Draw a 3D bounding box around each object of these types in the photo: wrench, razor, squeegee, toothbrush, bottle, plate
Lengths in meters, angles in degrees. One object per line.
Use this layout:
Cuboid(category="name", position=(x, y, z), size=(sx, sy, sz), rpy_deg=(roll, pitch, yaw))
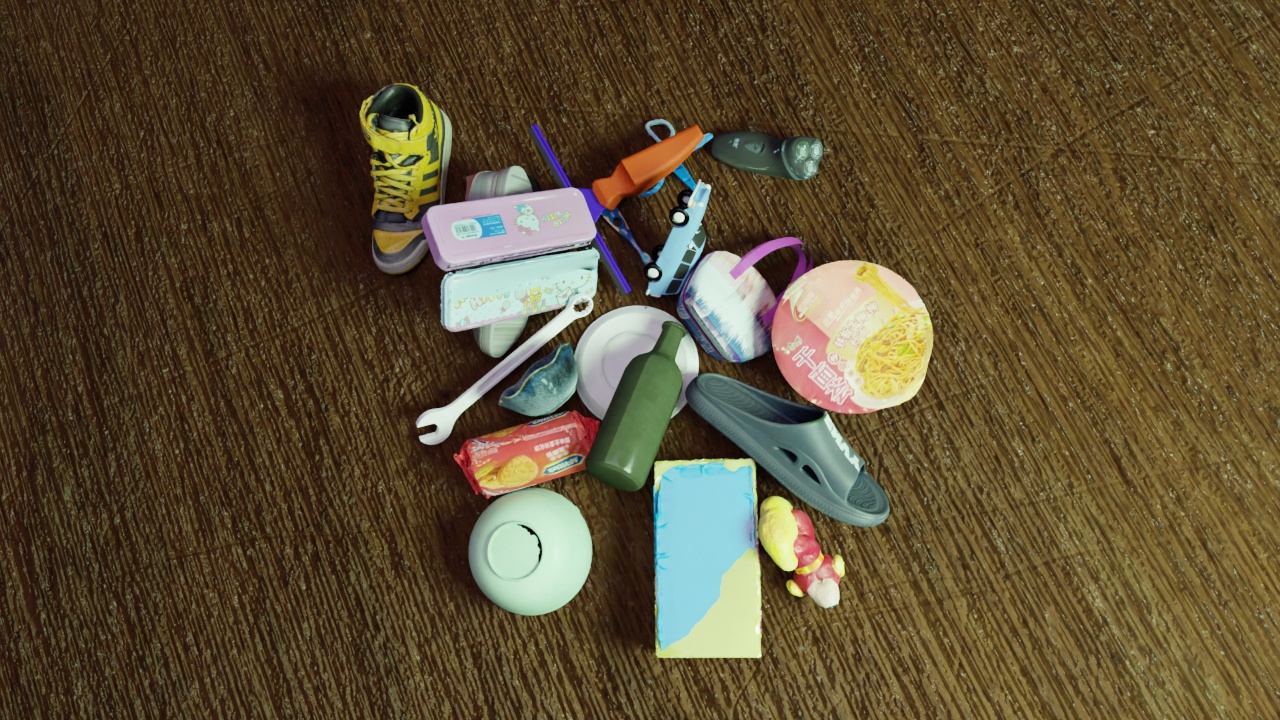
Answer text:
Cuboid(category="wrench", position=(-0.167, 0.010, 1.127), size=(0.273, 0.047, 0.009), rpy_deg=(-39, 41, 2))
Cuboid(category="razor", position=(0.154, -0.259, 1.137), size=(0.141, 0.063, 0.053), rpy_deg=(15, 79, 21))
Cuboid(category="squeegee", position=(-0.003, -0.234, 1.144), size=(0.185, 0.055, 0.249), rpy_deg=(-31, 82, 13))
Cuboid(category="toothbrush", position=(-0.024, -0.170, 1.166), size=(0.021, 0.017, 0.135), rpy_deg=(-36, 76, -6))
Cuboid(category="bottle", position=(0.005, 0.046, 1.065), size=(0.071, 0.071, 0.206), rpy_deg=(18, 65, 11))
Cuboid(category="plate", position=(-0.007, 0.007, 1.128), size=(0.157, 0.014, 0.156), rpy_deg=(-1, 78, 6))

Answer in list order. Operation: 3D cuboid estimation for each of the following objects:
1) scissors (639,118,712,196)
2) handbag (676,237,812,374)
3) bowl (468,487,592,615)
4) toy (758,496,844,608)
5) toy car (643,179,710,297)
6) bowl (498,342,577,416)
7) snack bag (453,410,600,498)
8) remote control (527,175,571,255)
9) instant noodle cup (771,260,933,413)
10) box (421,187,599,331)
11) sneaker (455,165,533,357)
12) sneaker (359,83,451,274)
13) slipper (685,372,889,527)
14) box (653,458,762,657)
Cuboid(category="scissors", position=(0.036, -0.259, 1.175), size=(0.125, 0.014, 0.130), rpy_deg=(-28, 73, 9))
Cuboid(category="handbag", position=(0.137, -0.082, 1.102), size=(0.169, 0.068, 0.144), rpy_deg=(-40, 102, -12))
Cuboid(category="bowl", position=(-0.136, 0.222, 1.069), size=(0.151, 0.077, 0.150), rpy_deg=(-1, 79, 7))
Cuboid(category="toy", position=(0.175, 0.209, 1.025), size=(0.067, 0.105, 0.137), rpy_deg=(-29, 108, 27))
Cuboid(category="toy car", position=(0.049, -0.141, 1.090), size=(0.055, 0.154, 0.056), rpy_deg=(25, 40, -2))
Cuboid(category="bowl", position=(-0.114, 0.031, 1.102), size=(0.110, 0.110, 0.055), rpy_deg=(-41, 99, -2))
Cuboid(category="snack bag", position=(-0.127, 0.110, 1.092), size=(0.176, 0.082, 0.082), rpy_deg=(-16, 77, 3))
Cuboid(category="remote control", position=(-0.123, -0.175, 1.181), size=(0.032, 0.015, 0.136), rpy_deg=(-27, 76, 1))
Cuboid(category="instant noodle cup", position=(0.241, -0.020, 1.070), size=(0.179, 0.078, 0.178), rpy_deg=(-1, 78, 6))
Cuboid(category="box", position=(-0.144, -0.121, 1.078), size=(0.213, 0.051, 0.149), rpy_deg=(-16, 104, -35))
Cuboid(category="sneaker", position=(-0.194, -0.124, 1.140), size=(0.090, 0.099, 0.236), rpy_deg=(5, 88, 24))
Cuboid(category="sneaker", position=(-0.306, -0.237, 1.163), size=(0.086, 0.122, 0.238), rpy_deg=(5, 78, 10))
Cuboid(category="slipper", position=(0.175, 0.078, 1.035), size=(0.268, 0.110, 0.083), rpy_deg=(36, 117, 19))
Cuboid(category="box", position=(0.076, 0.222, 1.042), size=(0.124, 0.082, 0.220), rpy_deg=(-3, 75, 5))
